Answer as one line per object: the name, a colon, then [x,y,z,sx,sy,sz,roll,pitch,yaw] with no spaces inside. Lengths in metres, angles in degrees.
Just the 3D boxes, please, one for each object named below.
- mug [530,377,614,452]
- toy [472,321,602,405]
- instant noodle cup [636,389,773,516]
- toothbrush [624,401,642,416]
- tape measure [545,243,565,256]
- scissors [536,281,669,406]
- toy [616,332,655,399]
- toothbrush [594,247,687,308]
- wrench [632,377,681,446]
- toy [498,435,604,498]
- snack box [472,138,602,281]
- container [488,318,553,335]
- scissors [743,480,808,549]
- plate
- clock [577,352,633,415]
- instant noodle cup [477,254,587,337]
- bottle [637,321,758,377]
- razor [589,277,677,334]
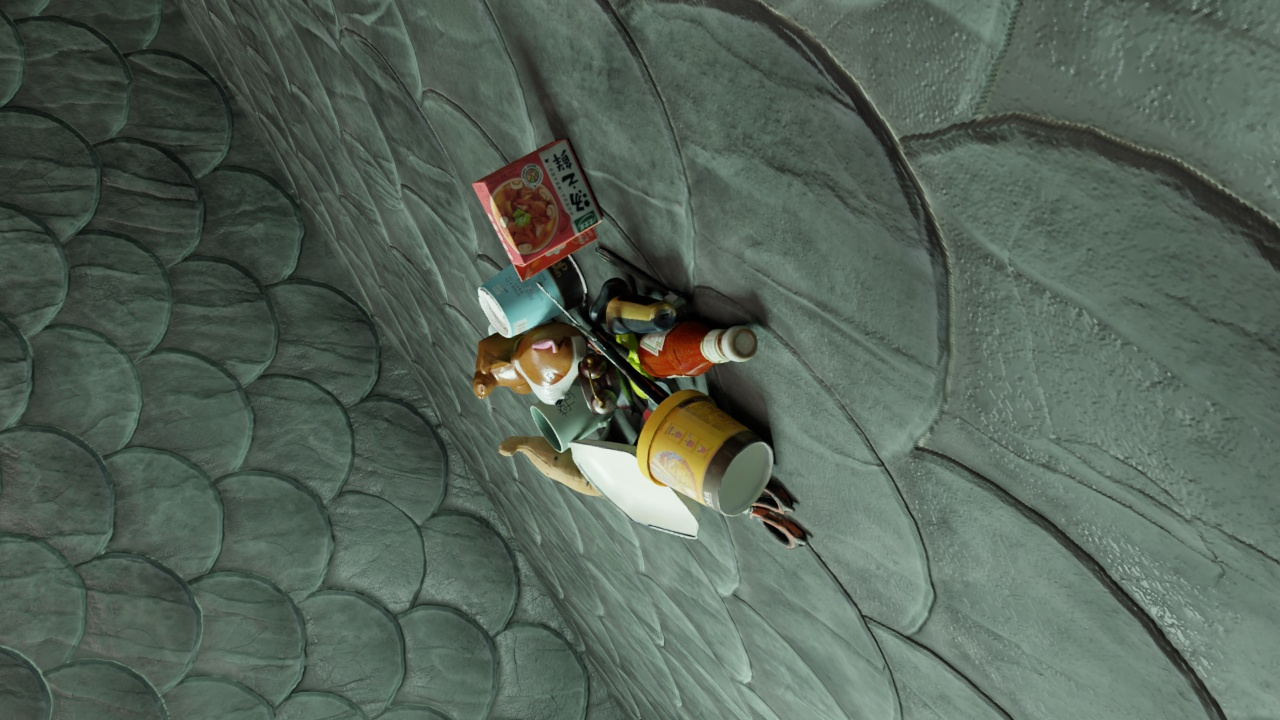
mug: [-0.091,0.086,1.386,0.111,0.106,0.082,48,157,26]
toy: [-0.145,0.005,1.283,0.200,0.139,0.130,-20,83,36]
instant noodle cup: [0.077,0.107,1.027,0.114,0.118,0.119,28,146,39]
toothbrush: [0.025,0.114,1.236,0.189,0.016,0.014,51,152,33]
tape measure: [-0.116,-0.158,1.140,0.033,0.065,0.066,27,146,48]
scissors: [-0.033,-0.013,1.040,0.227,0.022,0.221,44,-178,-4]
toy: [-0.007,0.007,1.180,0.100,0.031,0.097,64,171,-2]
toothbrush: [-0.005,-0.097,1.049,0.181,0.018,0.016,37,155,47]
wrench: [0.014,0.092,1.203,0.056,0.016,0.274,56,156,17]
toy: [-0.110,0.159,1.444,0.225,0.082,0.143,20,-174,-38]
snack box: [-0.110,-0.169,1.040,0.044,0.113,0.127,16,136,60]
container: [-0.166,-0.020,1.436,0.111,0.089,0.090,44,157,24]
scissors: [0.140,0.189,1.136,0.199,0.015,0.205,45,157,29]
plate: [-0.004,0.166,1.264,0.162,0.034,0.266,53,156,-17]
clock: [-0.048,0.029,1.196,0.122,0.055,0.082,0,-106,-82]
instant noodle cup: [-0.151,-0.093,1.237,0.111,0.120,0.111,47,158,26]
bottle: [0.059,-0.013,0.963,0.060,0.059,0.206,61,159,-10]
razor: [-0.006,-0.058,1.028,0.167,0.062,0.067,-163,63,-67]
